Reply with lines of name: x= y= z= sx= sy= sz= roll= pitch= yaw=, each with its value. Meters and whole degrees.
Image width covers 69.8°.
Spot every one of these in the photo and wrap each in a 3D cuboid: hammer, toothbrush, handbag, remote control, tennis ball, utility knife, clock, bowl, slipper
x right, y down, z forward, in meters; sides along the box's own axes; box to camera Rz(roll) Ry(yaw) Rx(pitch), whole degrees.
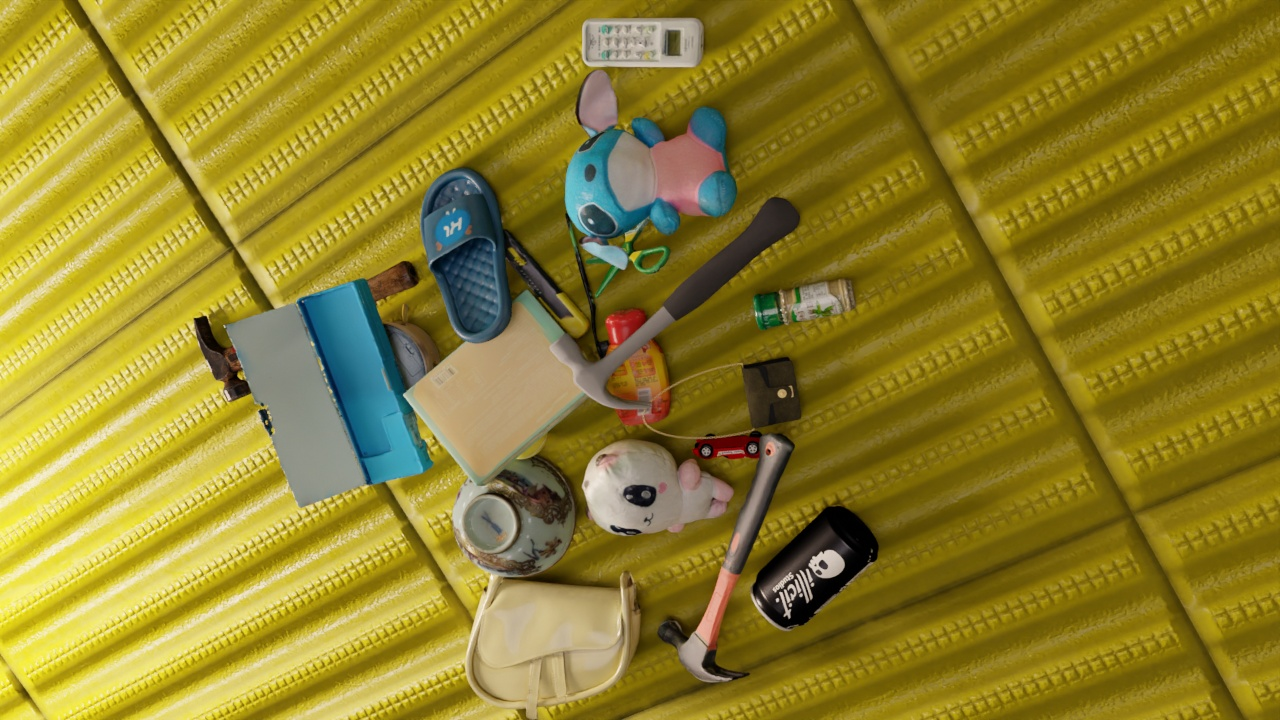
hammer: x=-0.430 y=-0.058 z=1.178 sx=0.331 sy=0.033 sz=0.120 roll=-22 pitch=97 yaw=18
toothbrush: x=-0.061 y=-0.083 z=1.087 sx=0.017 sy=0.014 sz=0.188 roll=-13 pitch=101 yaw=4
handbag: x=0.092 y=0.049 z=1.054 sx=0.178 sy=0.027 sz=0.084 roll=-11 pitch=102 yaw=2
hammer: x=0.111 y=0.232 z=1.073 sx=0.133 sy=0.033 sz=0.334 roll=37 pitch=119 yaw=45
remote control: x=0.003 y=-0.345 z=0.997 sx=0.133 sy=0.022 sz=0.050 roll=5 pitch=105 yaw=13
handbag: x=-0.111 y=0.356 z=1.179 sx=0.233 sy=0.088 sz=0.191 roll=0 pitch=101 yaw=14
tennis ball: x=-0.147 y=0.089 z=1.126 sx=0.065 sy=0.065 sz=0.065 roll=4 pitch=105 yaw=13
hammer: x=0.052 y=-0.065 z=1.023 sx=0.311 sy=0.029 sz=0.125 roll=-40 pitch=94 yaw=6
utility knife: x=-0.125 y=-0.097 z=1.097 sx=0.029 sy=0.020 sz=0.174 roll=-41 pitch=91 yaw=18
clock: x=-0.322 y=0.016 z=1.155 sx=0.158 sy=0.058 sz=0.117 roll=-38 pitch=92 yaw=20
bowl: x=-0.166 y=0.194 z=1.125 sx=0.160 sy=0.093 sz=0.160 roll=0 pitch=89 yaw=14
slipper: x=-0.208 y=-0.122 z=1.067 sx=0.104 sy=0.059 sz=0.213 roll=-18 pitch=77 yaw=19

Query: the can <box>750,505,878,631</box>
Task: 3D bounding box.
can: x=0.202 y=0.243 z=1.072 sx=0.080 sy=0.080 sz=0.146 roll=41 pitch=110 yaw=1

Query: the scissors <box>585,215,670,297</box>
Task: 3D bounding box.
scissors: x=-0.016 y=-0.129 z=1.045 sx=0.127 sy=0.011 sz=0.123 roll=-4 pitch=71 yaw=39

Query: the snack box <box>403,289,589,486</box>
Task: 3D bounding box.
snack box: x=-0.159 y=0.033 z=1.080 sx=0.193 sy=0.044 sz=0.141 roll=-41 pitch=80 yaw=-3

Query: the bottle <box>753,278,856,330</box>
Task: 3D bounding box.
bottle: x=0.182 y=-0.064 z=1.018 sx=0.110 sy=0.042 sz=0.043 roll=-11 pitch=102 yaw=15

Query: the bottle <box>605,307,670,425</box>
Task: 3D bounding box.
bottle: x=-0.006 y=0.006 z=1.078 sx=0.071 sy=0.048 sz=0.134 roll=-8 pitch=102 yaw=14

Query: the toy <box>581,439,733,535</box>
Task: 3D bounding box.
toy: x=0.019 y=0.155 z=1.090 sx=0.179 sy=0.101 sz=0.139 roll=11 pitch=129 yaw=-7

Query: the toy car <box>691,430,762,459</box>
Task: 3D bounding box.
toy car: x=0.108 y=0.103 z=1.080 sx=0.090 sy=0.038 sz=0.025 roll=-5 pitch=106 yaw=15

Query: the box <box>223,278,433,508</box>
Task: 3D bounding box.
box: x=-0.370 y=0.040 z=1.112 sx=0.175 sy=0.060 sz=0.243 roll=-17 pitch=100 yaw=2

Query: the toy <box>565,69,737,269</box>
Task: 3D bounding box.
toy: x=0.006 y=-0.211 z=0.995 sx=0.191 sy=0.099 sz=0.223 roll=-9 pitch=73 yaw=12
